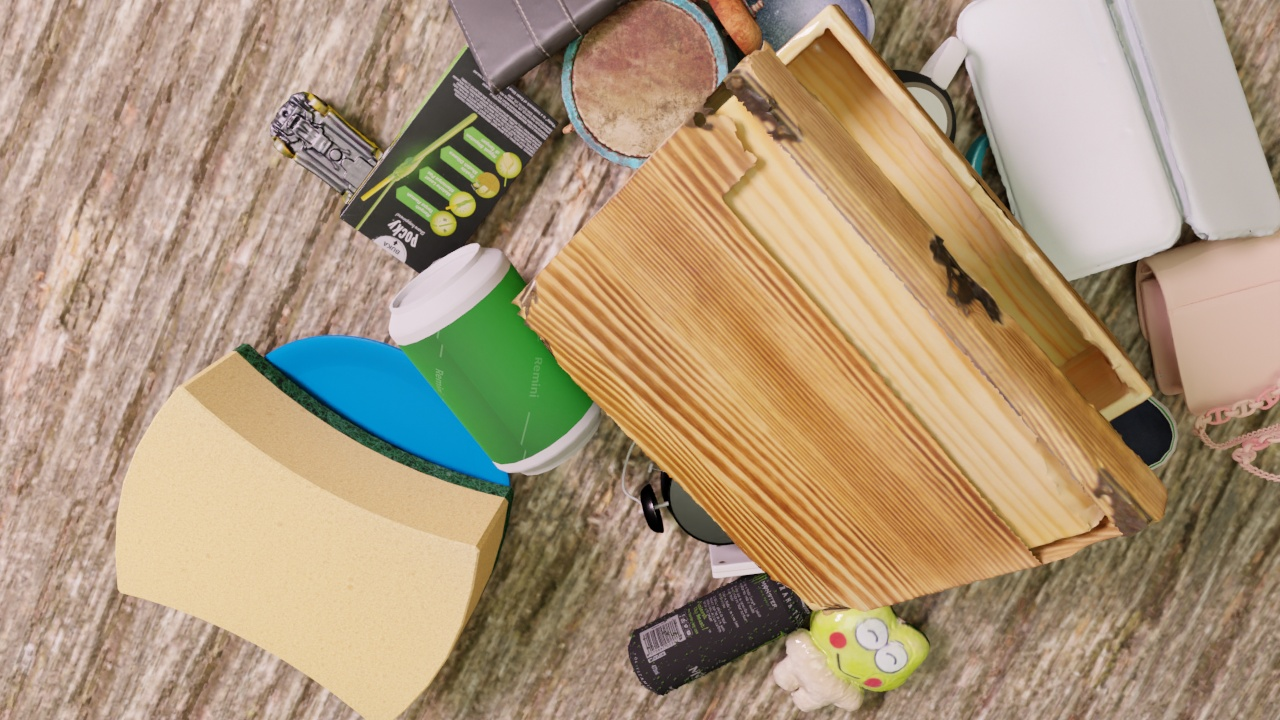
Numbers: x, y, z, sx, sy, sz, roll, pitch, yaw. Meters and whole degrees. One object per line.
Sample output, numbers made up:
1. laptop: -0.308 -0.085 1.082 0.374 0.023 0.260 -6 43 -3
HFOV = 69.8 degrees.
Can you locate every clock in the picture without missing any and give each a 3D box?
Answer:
1. clock: 0.047 0.091 0.684 0.120 0.042 0.091 15 100 -1
2. clock: 0.020 -0.206 0.622 0.121 0.073 0.158 32 111 8

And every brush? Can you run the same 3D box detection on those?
1. brush: -0.235 0.129 0.659 0.250 0.075 0.195 29 116 -2

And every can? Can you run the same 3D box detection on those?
1. can: -0.091 0.001 0.595 0.088 0.087 0.140 -32 113 6
2. can: 0.058 0.203 0.696 0.138 0.054 0.054 -28 96 6

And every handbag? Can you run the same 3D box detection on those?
1. handbag: 0.443 -0.028 0.579 0.199 0.187 0.116 -15 104 9

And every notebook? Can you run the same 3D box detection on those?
1. notebook: -0.042 -0.295 0.601 0.209 0.029 0.169 -29 68 12

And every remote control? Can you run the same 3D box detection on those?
1. remote control: 0.120 0.142 0.686 0.136 0.050 0.011 -8 98 3

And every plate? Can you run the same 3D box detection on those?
1. plate: -0.202 0.081 0.688 0.224 0.024 0.225 5 115 10

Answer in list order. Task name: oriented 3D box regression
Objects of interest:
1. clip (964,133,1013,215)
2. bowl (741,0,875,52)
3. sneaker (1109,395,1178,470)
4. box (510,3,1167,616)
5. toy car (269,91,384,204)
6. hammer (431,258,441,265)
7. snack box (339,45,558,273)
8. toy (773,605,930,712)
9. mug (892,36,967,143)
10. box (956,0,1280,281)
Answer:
1. clip: 0.270 -0.103 0.659 0.119 0.033 0.121 -7 98 0
2. bowl: 0.116 -0.225 0.622 0.110 0.055 0.110 17 117 37
3. sneaker: 0.273 0.035 0.650 0.235 0.079 0.084 16 98 -1
4. box: 0.091 -0.003 0.519 0.259 0.220 0.279 -40 99 26
5. toy car: -0.219 -0.149 0.668 0.107 0.030 0.049 41 97 -9
6. hammer: -0.004 0.004 0.672 0.328 0.052 0.098 12 114 -5
7. snack box: -0.137 -0.138 0.655 0.080 0.025 0.148 36 99 -24
8. toy: 0.156 0.225 0.701 0.115 0.046 0.092 -41 100 15
9. mug: 0.179 -0.166 0.613 0.085 0.100 0.119 37 98 -3
10. box: 0.321 -0.166 0.606 0.186 0.084 0.210 -12 82 8
